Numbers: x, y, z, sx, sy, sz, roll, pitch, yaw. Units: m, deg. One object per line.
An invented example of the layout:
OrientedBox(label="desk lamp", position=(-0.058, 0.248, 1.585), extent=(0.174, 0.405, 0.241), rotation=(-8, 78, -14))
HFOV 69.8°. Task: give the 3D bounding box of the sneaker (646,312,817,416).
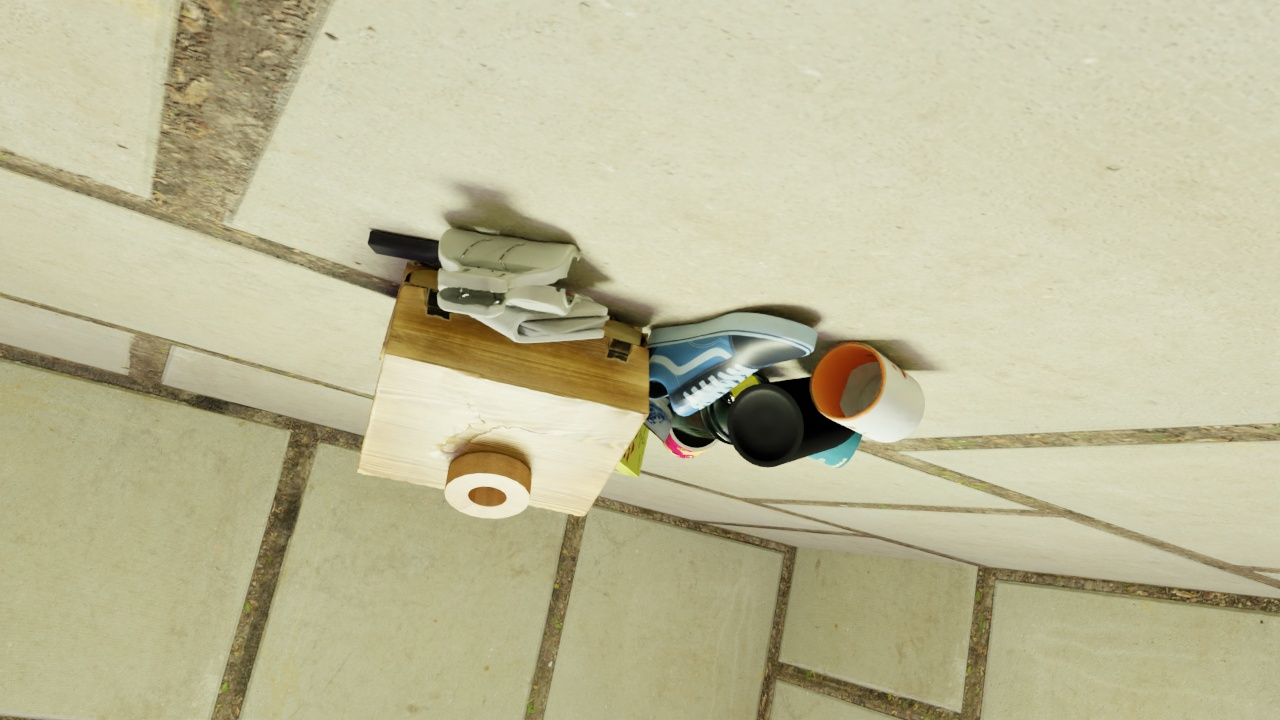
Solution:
OrientedBox(label="sneaker", position=(0.085, 0.013, 0.952), extent=(0.083, 0.098, 0.242), rotation=(21, 164, -33))

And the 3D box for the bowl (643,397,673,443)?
OrientedBox(label="bowl", position=(0.005, 0.053, 1.206), extent=(0.114, 0.045, 0.114), rotation=(44, 179, 1))

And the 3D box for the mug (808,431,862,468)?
OrientedBox(label="mug", position=(0.213, 0.074, 1.163), extent=(0.104, 0.084, 0.112), rotation=(21, -166, -11))

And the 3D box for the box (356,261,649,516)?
OrientedBox(label="box", position=(-0.153, 0.017, 1.033), extent=(0.279, 0.191, 0.252), rotation=(15, 140, -14))

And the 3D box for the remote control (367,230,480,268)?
OrientedBox(label="remote control", position=(-0.197, -0.104, 0.896), extent=(0.136, 0.015, 0.032), rotation=(11, 167, 6))

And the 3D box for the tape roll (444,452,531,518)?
OrientedBox(label="tape roll", position=(-0.168, 0.139, 1.018), extent=(0.094, 0.027, 0.094), rotation=(0, 140, 0))

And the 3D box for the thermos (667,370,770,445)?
OrientedBox(label="thermos", position=(0.097, 0.059, 1.167), extent=(0.098, 0.098, 0.221), rotation=(16, 172, -15))

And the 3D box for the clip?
OrientedBox(label="clip", position=(-0.124, -0.085, 0.807), extent=(0.126, 0.101, 0.152), rotation=(8, 180, 12))

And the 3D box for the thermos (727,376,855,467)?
OrientedBox(label="thermos", position=(0.181, 0.062, 1.011), extent=(0.086, 0.086, 0.198), rotation=(3, -176, 34))

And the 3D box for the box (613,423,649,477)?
OrientedBox(label="box", position=(-0.038, 0.099, 1.371), extent=(0.079, 0.124, 0.221), rotation=(11, 165, 14))

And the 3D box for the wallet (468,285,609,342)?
OrientedBox(label="wallet", position=(-0.088, -0.041, 0.878), extent=(0.118, 0.037, 0.115), rotation=(-6, -157, -41))

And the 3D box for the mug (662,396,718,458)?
OrientedBox(label="mug", position=(0.061, 0.087, 1.353), extent=(0.118, 0.081, 0.098), rotation=(39, 167, 4))

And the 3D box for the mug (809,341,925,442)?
OrientedBox(label="mug", position=(0.236, 0.034, 0.948), extent=(0.082, 0.082, 0.105), rotation=(0, 164, 41))
